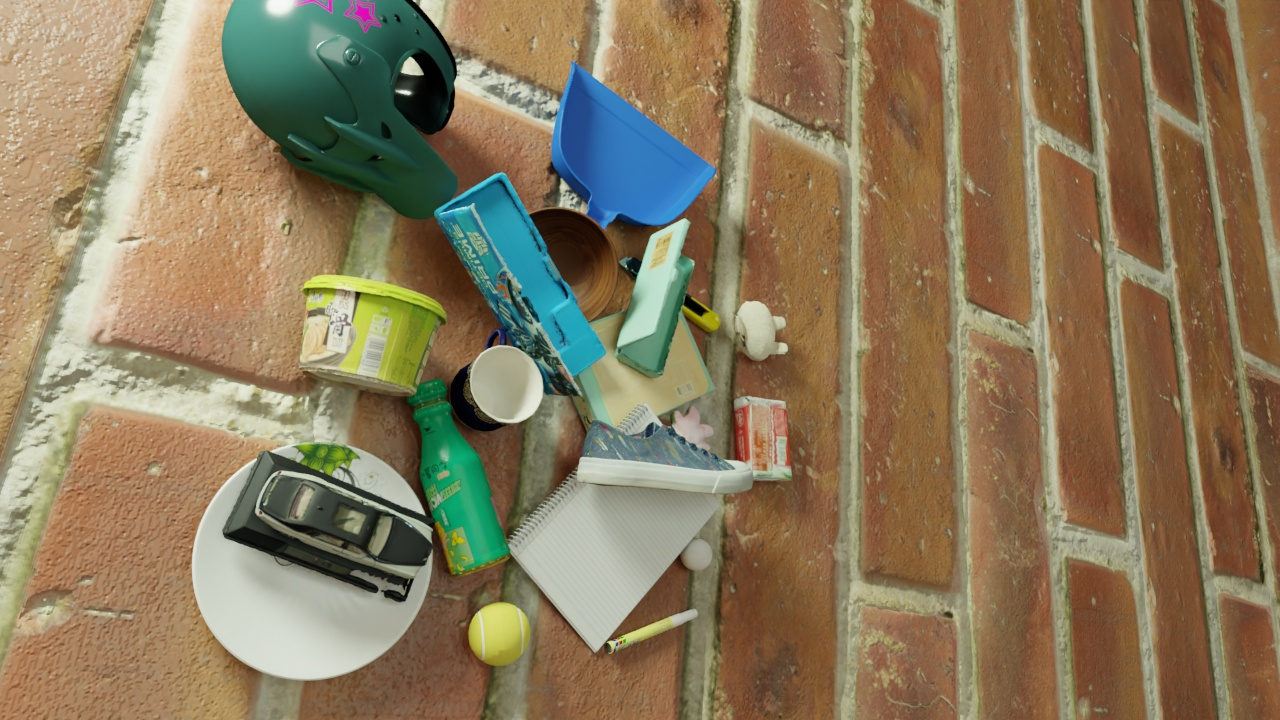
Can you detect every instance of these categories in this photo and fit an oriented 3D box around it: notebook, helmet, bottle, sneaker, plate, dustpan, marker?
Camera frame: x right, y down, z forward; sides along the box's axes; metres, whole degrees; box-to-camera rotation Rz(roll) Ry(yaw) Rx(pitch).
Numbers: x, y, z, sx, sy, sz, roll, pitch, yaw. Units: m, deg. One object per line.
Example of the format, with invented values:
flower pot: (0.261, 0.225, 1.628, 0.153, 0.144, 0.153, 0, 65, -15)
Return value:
notebook: (-0.024, 0.193, 1.092, 0.245, 0.013, 0.178, -45, 110, -27)
helmet: (-0.310, -0.287, 0.983, 0.274, 0.177, 0.199, 36, 54, -37)
bottle: (-0.203, 0.124, 0.990, 0.068, 0.068, 0.209, -16, 85, -36)
sneaker: (0.037, 0.114, 1.080, 0.235, 0.088, 0.079, 8, 81, -30)
plate: (-0.322, 0.196, 0.911, 0.229, 0.030, 0.229, 11, 70, -31)
dustpan: (-0.044, -0.223, 1.205, 0.245, 0.060, 0.257, 32, 80, -21)
marker: (0.016, 0.326, 1.110, 0.132, 0.014, 0.014, -11, 82, -36)

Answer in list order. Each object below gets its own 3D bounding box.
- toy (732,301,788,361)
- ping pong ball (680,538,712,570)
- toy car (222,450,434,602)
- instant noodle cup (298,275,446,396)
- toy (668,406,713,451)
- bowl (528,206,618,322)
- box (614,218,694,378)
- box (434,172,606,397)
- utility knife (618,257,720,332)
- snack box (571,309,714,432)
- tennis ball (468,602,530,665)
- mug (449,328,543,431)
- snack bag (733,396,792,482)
toy: (0.162, -0.042, 1.297, 0.112, 0.050, 0.087, 4, 73, -29)
ping pong ball: (0.070, 0.244, 1.154, 0.040, 0.040, 0.040, 11, 70, -31)
toy car: (-0.286, 0.159, 0.884, 0.191, 0.071, 0.094, 30, 63, -25)
instant noodle cup: (-0.280, -0.021, 0.943, 0.146, 0.146, 0.097, 15, 79, -30)
toy: (0.049, 0.112, 1.175, 0.095, 0.041, 0.108, 46, 68, -20)
bowl: (-0.099, -0.115, 1.118, 0.147, 0.068, 0.147, 0, 103, 0)
box: (0.033, -0.083, 1.145, 0.077, 0.093, 0.187, 29, 57, -17)
box: (-0.118, -0.079, 1.009, 0.093, 0.115, 0.243, -36, 111, -18)
utility knife: (0.040, -0.092, 1.250, 0.172, 0.020, 0.028, 33, 58, -21)
snack box: (-0.007, 0.007, 1.172, 0.193, 0.044, 0.141, -22, 88, -37)
tennis ball: (-0.150, 0.291, 0.977, 0.065, 0.065, 0.065, 11, 70, -31)
mug: (-0.168, 0.024, 1.030, 0.085, 0.089, 0.111, 7, 72, -32)
snack bag: (0.169, 0.110, 1.264, 0.077, 0.036, 0.115, 7, 73, -31)
